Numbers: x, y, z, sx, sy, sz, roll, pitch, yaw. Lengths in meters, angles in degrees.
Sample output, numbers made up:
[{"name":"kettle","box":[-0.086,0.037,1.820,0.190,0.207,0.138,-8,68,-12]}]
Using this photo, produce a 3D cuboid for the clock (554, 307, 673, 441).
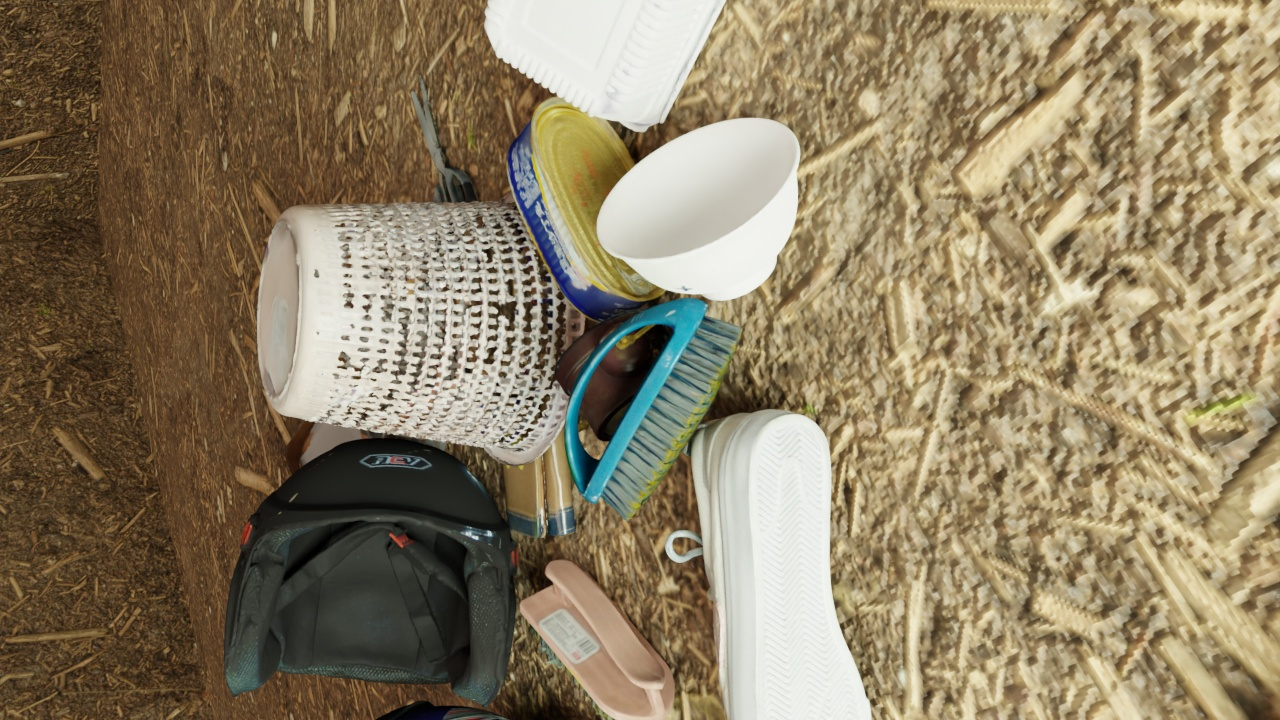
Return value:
[{"name":"clock","box":[-0.003,0.003,0.587,0.055,0.081,0.122,59,140,21]}]

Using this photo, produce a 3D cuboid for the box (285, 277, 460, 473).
[{"name":"box","box":[-0.292,0.064,0.974,0.178,0.105,0.261,50,134,36]}]

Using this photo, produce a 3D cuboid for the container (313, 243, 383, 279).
[{"name":"container","box":[-0.342,-0.074,1.032,0.090,0.089,0.112,33,119,46]}]

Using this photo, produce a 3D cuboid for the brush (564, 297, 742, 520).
[{"name":"brush","box":[-0.002,0.024,0.523,0.073,0.055,0.144,29,118,1]}]

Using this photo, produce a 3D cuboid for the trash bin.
[{"name":"trash bin","box":[-0.176,-0.031,0.697,0.228,0.191,0.227,-6,83,56]}]

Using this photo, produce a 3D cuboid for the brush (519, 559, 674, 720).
[{"name":"brush","box":[-0.028,0.212,0.679,0.146,0.063,0.073,37,136,43]}]

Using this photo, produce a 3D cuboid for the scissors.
[{"name":"scissors","box":[-0.185,-0.190,0.858,0.156,0.014,0.168,22,112,52]}]

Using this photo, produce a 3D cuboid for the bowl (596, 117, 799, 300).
[{"name":"bowl","box":[0.042,-0.073,0.511,0.118,0.118,0.065,26,157,49]}]

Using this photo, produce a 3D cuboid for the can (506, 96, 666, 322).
[{"name":"can","box":[-0.035,-0.098,0.609,0.049,0.074,0.148,-33,82,53]}]

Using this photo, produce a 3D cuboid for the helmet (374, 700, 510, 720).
[{"name":"helmet","box":[-0.189,0.412,0.730,0.241,0.314,0.247,-46,67,33]}]

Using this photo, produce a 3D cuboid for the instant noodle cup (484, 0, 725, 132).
[{"name":"instant noodle cup","box":[-0.023,-0.223,0.529,0.138,0.060,0.174,33,131,1]}]

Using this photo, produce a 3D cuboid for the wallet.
[{"name":"wallet","box":[-0.088,0.087,0.765,0.090,0.033,0.115,-5,89,55]}]

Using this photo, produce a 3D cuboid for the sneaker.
[{"name":"sneaker","box":[0.064,0.148,0.518,0.091,0.089,0.242,-5,92,56]}]

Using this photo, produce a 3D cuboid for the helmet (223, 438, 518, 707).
[{"name":"helmet","box":[-0.227,0.178,0.805,0.229,0.233,0.275,-102,26,-47]}]
